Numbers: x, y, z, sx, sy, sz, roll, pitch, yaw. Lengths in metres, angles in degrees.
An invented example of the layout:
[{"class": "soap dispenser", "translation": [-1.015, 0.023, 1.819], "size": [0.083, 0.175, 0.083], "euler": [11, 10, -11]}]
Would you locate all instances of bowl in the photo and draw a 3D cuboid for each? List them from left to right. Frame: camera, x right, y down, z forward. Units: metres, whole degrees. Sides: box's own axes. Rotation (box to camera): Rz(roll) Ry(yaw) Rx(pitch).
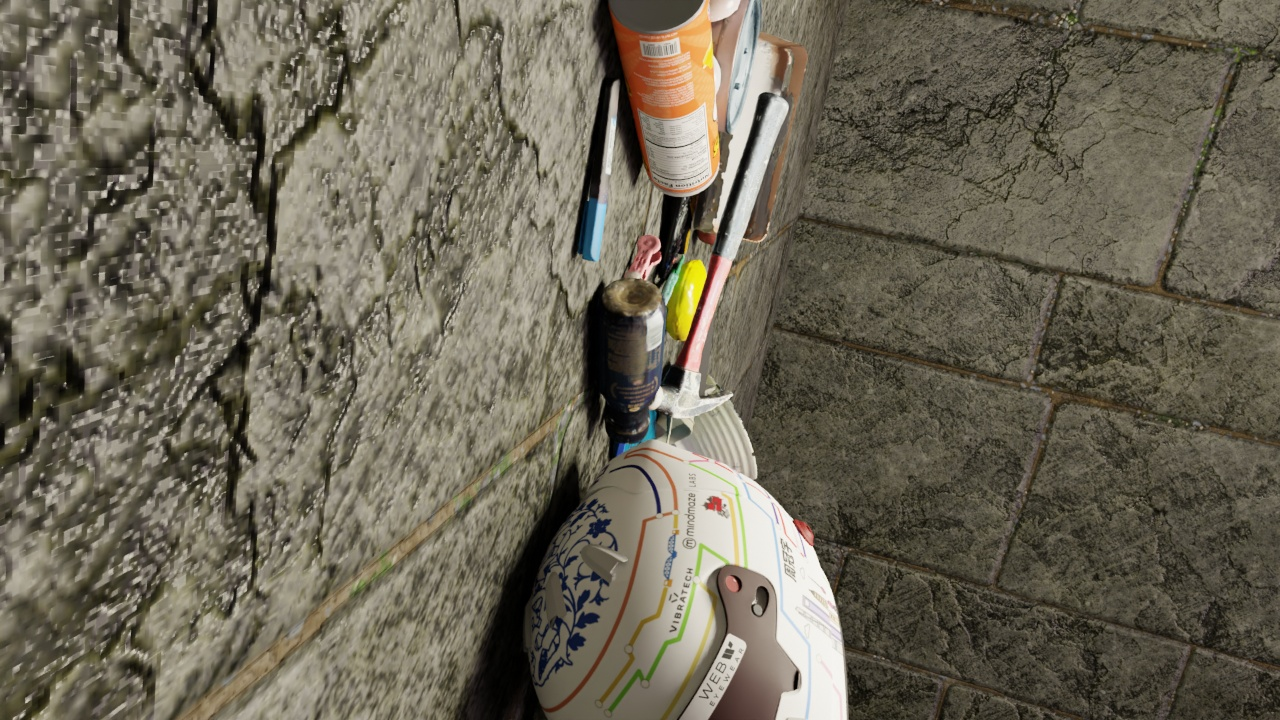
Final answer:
[{"class": "bowl", "translation": [0.063, 0.092, 1.117], "size": [0.070, 0.177, 0.178], "euler": [-28, 150, -16]}]

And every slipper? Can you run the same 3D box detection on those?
[{"class": "slipper", "translation": [0.015, 0.099, 0.998], "size": [0.295, 0.060, 0.118], "euler": [88, 24, -54]}]

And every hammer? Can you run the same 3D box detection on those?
[{"class": "hammer", "translation": [0.085, -0.099, 0.907], "size": [0.140, 0.036, 0.326], "euler": [12, 97, -57]}]

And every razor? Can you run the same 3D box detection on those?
[{"class": "razor", "translation": [0.054, -0.179, 0.941], "size": [0.044, 0.021, 0.144], "euler": [-96, -165, -74]}]

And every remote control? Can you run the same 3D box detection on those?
[{"class": "remote control", "translation": [0.036, -0.148, 0.897], "size": [0.045, 0.021, 0.141], "euler": [-60, 165, -50]}]

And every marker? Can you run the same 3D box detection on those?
[{"class": "marker", "translation": [-0.028, -0.129, 0.624], "size": [0.018, 0.015, 0.123], "euler": [-32, 133, -69]}]

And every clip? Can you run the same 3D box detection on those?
[{"class": "clip", "translation": [0.001, -0.080, 0.811], "size": [0.039, 0.023, 0.059], "euler": [92, 21, -56]}]

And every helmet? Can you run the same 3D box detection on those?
[{"class": "helmet", "translation": [0.025, 0.222, 0.732], "size": [0.232, 0.236, 0.313], "euler": [-51, -156, 41]}]

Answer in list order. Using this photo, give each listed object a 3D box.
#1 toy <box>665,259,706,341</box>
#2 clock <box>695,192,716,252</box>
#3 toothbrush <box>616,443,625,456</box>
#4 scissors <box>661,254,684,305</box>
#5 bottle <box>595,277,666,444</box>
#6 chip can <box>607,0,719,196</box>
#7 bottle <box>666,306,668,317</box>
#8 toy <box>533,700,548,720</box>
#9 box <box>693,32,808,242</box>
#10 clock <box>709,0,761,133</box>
[{"class": "toy", "translation": [0.052, -0.067, 1.020], "size": [0.095, 0.041, 0.094], "euler": [41, 62, -80]}, {"class": "clock", "translation": [0.106, -0.192, 1.079], "size": [0.109, 0.062, 0.157], "euler": [-63, 163, -50]}, {"class": "toothbrush", "translation": [-0.033, 0.150, 0.918], "size": [0.011, 0.016, 0.187], "euler": [-65, 168, -72]}, {"class": "scissors", "translation": [0.032, -0.082, 0.937], "size": [0.131, 0.013, 0.078], "euler": [-67, -177, -45]}, {"class": "bottle", "translation": [-0.010, 0.005, 0.767], "size": [0.161, 0.056, 0.056], "euler": [93, 16, -45]}, {"class": "chip can", "translation": [0.022, -0.195, 0.659], "size": [0.210, 0.062, 0.062], "euler": [69, 37, -71]}, {"class": "bottle", "translation": [-0.005, 0.005, 0.851], "size": [0.033, 0.033, 0.123], "euler": [39, 66, -78]}, {"class": "toy", "translation": [-0.052, 0.297, 0.871], "size": [0.133, 0.076, 0.175], "euler": [-43, -159, 54]}, {"class": "box", "translation": [0.114, -0.234, 0.949], "size": [0.094, 0.121, 0.217], "euler": [26, -74, 59]}, {"class": "clock", "translation": [0.058, -0.258, 0.769], "size": [0.157, 0.059, 0.117], "euler": [-12, 115, -77]}]
